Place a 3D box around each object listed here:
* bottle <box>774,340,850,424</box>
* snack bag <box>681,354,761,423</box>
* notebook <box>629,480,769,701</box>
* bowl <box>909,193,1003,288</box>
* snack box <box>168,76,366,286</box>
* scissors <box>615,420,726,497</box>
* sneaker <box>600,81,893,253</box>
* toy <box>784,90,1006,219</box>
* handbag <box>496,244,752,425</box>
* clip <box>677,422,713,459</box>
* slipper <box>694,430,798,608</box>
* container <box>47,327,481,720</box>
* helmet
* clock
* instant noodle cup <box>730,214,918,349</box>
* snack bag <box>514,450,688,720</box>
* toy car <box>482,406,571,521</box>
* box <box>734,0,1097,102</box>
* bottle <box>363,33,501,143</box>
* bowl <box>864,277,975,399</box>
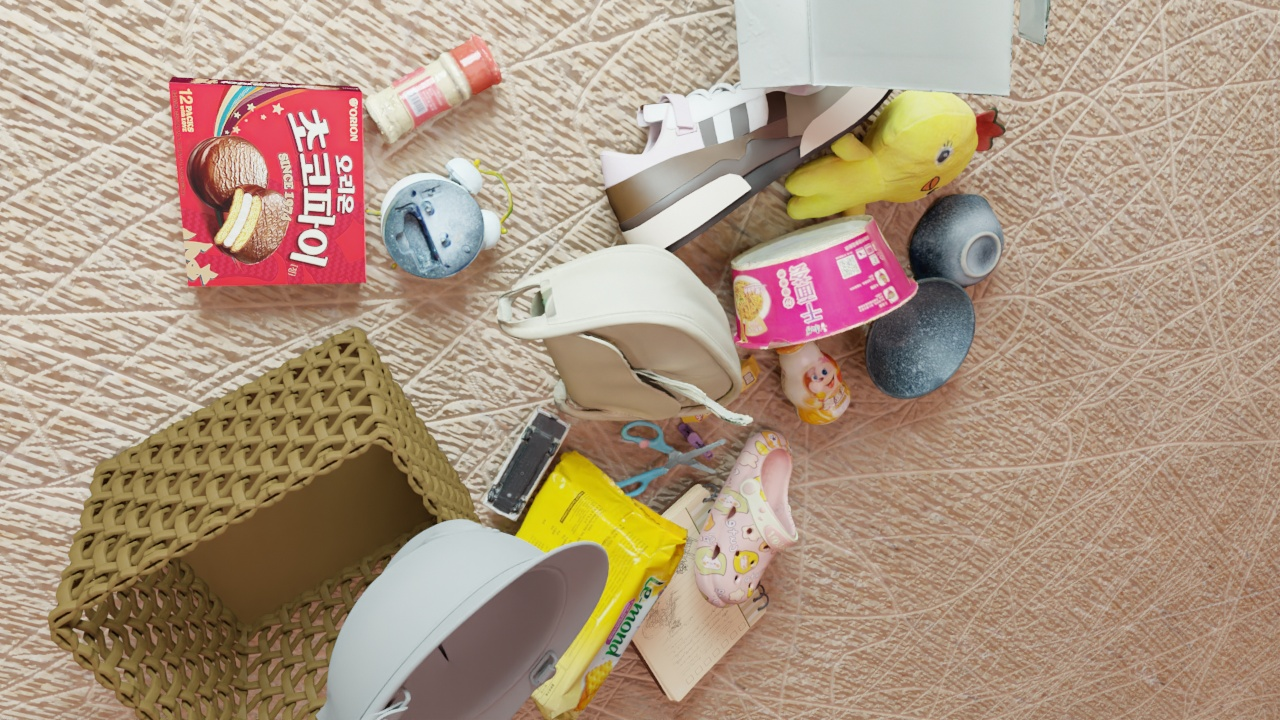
[{"bbox_3d":[0.176,0.015,0.961,0.063,0.063,0.109,-36,122,-5],"label":"bottle"},{"bbox_3d":[0.083,0.031,0.955,0.099,0.020,0.026,-35,120,-5],"label":"snack bag"},{"bbox_3d":[0.053,0.256,1.011,0.167,0.024,0.225,-39,126,-19],"label":"notebook"},{"bbox_3d":[0.346,-0.120,0.975,0.110,0.055,0.110,-8,115,-18],"label":"bowl"},{"bbox_3d":[-0.287,-0.137,0.718,0.132,0.036,0.152,-3,114,-21],"label":"snack box"},{"bbox_3d":[0.018,0.109,0.952,0.135,0.015,0.130,28,117,-29],"label":"scissors"},{"bbox_3d":[0.089,-0.213,0.814,0.293,0.112,0.116,-35,101,-4],"label":"sneaker"},{"bbox_3d":[0.237,-0.194,0.878,0.207,0.092,0.134,-28,157,-1],"label":"toy"},{"bbox_3d":[-0.005,0.005,0.801,0.184,0.131,0.229,-15,151,3],"label":"handbag"},{"bbox_3d":[0.060,0.087,0.968,0.013,0.032,0.051,-42,123,0],"label":"clip"},{"bbox_3d":[0.125,0.169,0.967,0.093,0.082,0.197,33,74,-44],"label":"slipper"},{"bbox_3d":[-0.276,0.151,0.747,0.251,0.214,0.220,-30,120,-8],"label":"container"},{"bbox_3d":[-0.147,0.190,0.630,0.271,0.117,0.183,-53,152,12],"label":"helmet"},{"bbox_3d":[-0.162,-0.119,0.765,0.117,0.057,0.083,-24,119,-11],"label":"clock"},{"bbox_3d":[0.161,-0.080,0.861,0.178,0.179,0.078,-23,103,-12],"label":"instant noodle cup"},{"bbox_3d":[-0.074,0.222,0.897,0.247,0.159,0.068,-59,159,10],"label":"snack bag"},{"bbox_3d":[-0.110,0.099,0.896,0.039,0.039,0.113,29,101,-6],"label":"toy car"},{"bbox_3d":[0.166,-0.290,0.658,0.164,0.330,0.167,-24,121,-27],"label":"box"},{"bbox_3d":[-0.165,-0.215,0.730,0.109,0.044,0.044,-32,121,-6],"label":"bottle"},{"bbox_3d":[0.286,-0.032,0.988,0.137,0.057,0.137,-8,115,-19],"label":"bowl"}]
